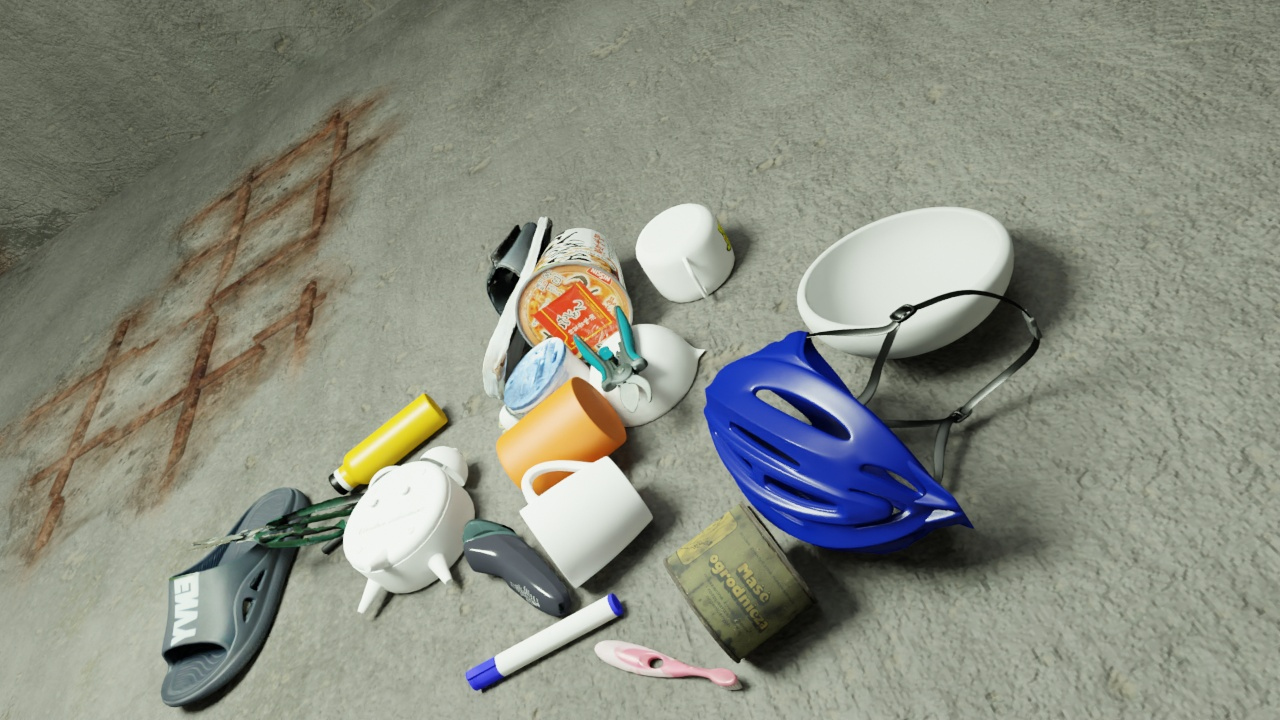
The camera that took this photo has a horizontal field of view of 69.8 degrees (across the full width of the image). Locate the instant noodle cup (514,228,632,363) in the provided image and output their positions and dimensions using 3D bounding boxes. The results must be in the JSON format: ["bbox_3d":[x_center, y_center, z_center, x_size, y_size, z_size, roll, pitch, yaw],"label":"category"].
[{"bbox_3d":[-0.069,-0.081,1.009,0.124,0.123,0.121,-24,30,16],"label":"instant noodle cup"}]

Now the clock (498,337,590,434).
[{"bbox_3d":[-0.107,0.031,0.958,0.126,0.052,0.088,-31,33,31],"label":"clock"}]

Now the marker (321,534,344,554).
[{"bbox_3d":[-0.288,0.160,1.005,0.152,0.011,0.011,-40,38,-4],"label":"marker"}]

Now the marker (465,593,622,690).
[{"bbox_3d":[-0.080,0.233,0.758,0.142,0.020,0.020,-30,38,9],"label":"marker"}]

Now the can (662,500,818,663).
[{"bbox_3d":[0.072,0.158,0.660,0.074,0.090,0.090,-37,37,-1],"label":"can"}]

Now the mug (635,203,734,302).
[{"bbox_3d":[0.049,-0.110,0.976,0.094,0.068,0.115,-29,38,10],"label":"mug"}]

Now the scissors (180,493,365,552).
[{"bbox_3d":[-0.389,0.176,0.995,0.210,0.015,0.137,-8,13,13],"label":"scissors"}]

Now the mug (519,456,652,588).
[{"bbox_3d":[-0.054,0.124,0.793,0.087,0.081,0.114,-36,57,-9],"label":"mug"}]

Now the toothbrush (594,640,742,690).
[{"bbox_3d":[0.018,0.229,0.690,0.135,0.016,0.021,-2,49,40],"label":"toothbrush"}]

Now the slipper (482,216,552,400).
[{"bbox_3d":[-0.151,-0.074,1.061,0.063,0.111,0.263,8,53,1],"label":"slipper"}]

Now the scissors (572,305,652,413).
[{"bbox_3d":[-0.025,-0.004,0.879,0.155,0.019,0.125,4,54,38],"label":"scissors"}]

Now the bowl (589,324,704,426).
[{"bbox_3d":[-0.005,0.005,0.912,0.115,0.050,0.114,-21,40,19],"label":"bowl"}]

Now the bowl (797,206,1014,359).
[{"bbox_3d":[0.226,-0.054,0.773,0.177,0.066,0.176,-21,31,13],"label":"bowl"}]

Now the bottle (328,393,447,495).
[{"bbox_3d":[-0.289,0.098,1.044,0.143,0.043,0.043,-39,37,-2],"label":"bottle"}]

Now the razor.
[{"bbox_3d":[-0.110,0.186,0.816,0.052,0.047,0.143,-27,33,-30],"label":"razor"}]

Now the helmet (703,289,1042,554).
[{"bbox_3d":[0.165,0.029,0.670,0.227,0.148,0.241,-44,38,-2],"label":"helmet"}]

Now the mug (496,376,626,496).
[{"bbox_3d":[-0.065,0.088,0.854,0.096,0.077,0.112,-39,71,14],"label":"mug"}]

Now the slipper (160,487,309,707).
[{"bbox_3d":[-0.447,0.235,0.994,0.111,0.083,0.267,-14,41,24],"label":"slipper"}]

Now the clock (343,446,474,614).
[{"bbox_3d":[-0.234,0.158,0.913,0.125,0.073,0.160,-22,40,18],"label":"clock"}]
